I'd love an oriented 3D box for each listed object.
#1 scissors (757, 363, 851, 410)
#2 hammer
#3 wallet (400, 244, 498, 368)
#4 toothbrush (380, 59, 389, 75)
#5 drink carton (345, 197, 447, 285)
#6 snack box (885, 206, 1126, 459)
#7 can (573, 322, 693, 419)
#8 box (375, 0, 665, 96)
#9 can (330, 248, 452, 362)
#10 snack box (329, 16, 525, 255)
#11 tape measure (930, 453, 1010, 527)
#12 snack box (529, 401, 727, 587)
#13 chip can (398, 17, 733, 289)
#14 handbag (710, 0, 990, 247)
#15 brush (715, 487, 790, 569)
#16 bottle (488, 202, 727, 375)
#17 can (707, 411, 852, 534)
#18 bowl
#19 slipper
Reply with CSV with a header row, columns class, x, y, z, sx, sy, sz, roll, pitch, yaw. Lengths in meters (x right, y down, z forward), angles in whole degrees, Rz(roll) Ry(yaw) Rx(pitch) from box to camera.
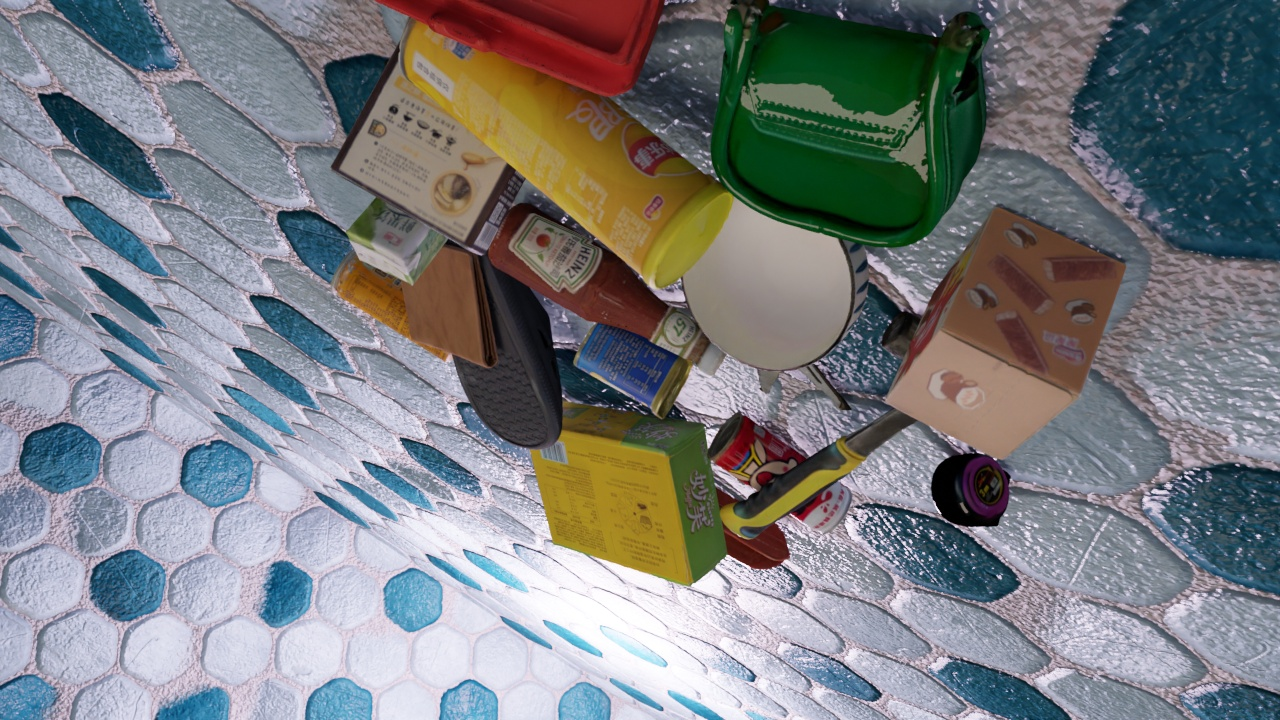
class,x,y,z,sx,sy,sz,roll,pitch,yaw
scissors,0.098,-0.032,0.689,0.189,0.015,0.226,29,154,4
hammer,0.163,0.080,0.736,0.126,0.031,0.324,33,142,-6
wallet,-0.176,-0.055,0.822,0.101,0.020,0.115,19,128,31
toothbrush,-0.105,-0.171,0.660,0.189,0.017,0.014,27,164,5
drink carton,-0.162,-0.119,0.694,0.053,0.122,0.046,25,155,12
snack box,0.203,-0.014,0.519,0.077,0.094,0.093,27,154,9
can,-0.005,0.005,0.794,0.083,0.057,0.102,29,178,8
box,-0.079,-0.233,0.472,0.201,0.073,0.155,26,141,12
can,-0.248,-0.059,0.966,0.146,0.058,0.058,32,154,-2
snack box,-0.131,-0.155,0.629,0.113,0.125,0.053,30,-178,4
tape measure,0.254,0.100,0.711,0.058,0.057,0.039,31,157,-19
snack box,-0.018,0.137,0.981,0.210,0.069,0.158,6,115,41
chip can,-0.047,-0.134,0.545,0.213,0.072,0.072,40,156,13
handbag,0.102,-0.124,0.461,0.131,0.067,0.120,19,151,24
brush,0.099,0.185,1.020,0.146,0.063,0.069,30,168,0
bottle,-0.023,-0.053,0.732,0.206,0.059,0.060,31,154,3
can,0.131,0.106,0.857,0.132,0.053,0.053,35,154,-8
bowl,0.090,-0.057,0.573,0.117,0.066,0.117,15,118,31
slipper,-0.124,-0.033,0.870,0.111,0.083,0.268,8,127,36
